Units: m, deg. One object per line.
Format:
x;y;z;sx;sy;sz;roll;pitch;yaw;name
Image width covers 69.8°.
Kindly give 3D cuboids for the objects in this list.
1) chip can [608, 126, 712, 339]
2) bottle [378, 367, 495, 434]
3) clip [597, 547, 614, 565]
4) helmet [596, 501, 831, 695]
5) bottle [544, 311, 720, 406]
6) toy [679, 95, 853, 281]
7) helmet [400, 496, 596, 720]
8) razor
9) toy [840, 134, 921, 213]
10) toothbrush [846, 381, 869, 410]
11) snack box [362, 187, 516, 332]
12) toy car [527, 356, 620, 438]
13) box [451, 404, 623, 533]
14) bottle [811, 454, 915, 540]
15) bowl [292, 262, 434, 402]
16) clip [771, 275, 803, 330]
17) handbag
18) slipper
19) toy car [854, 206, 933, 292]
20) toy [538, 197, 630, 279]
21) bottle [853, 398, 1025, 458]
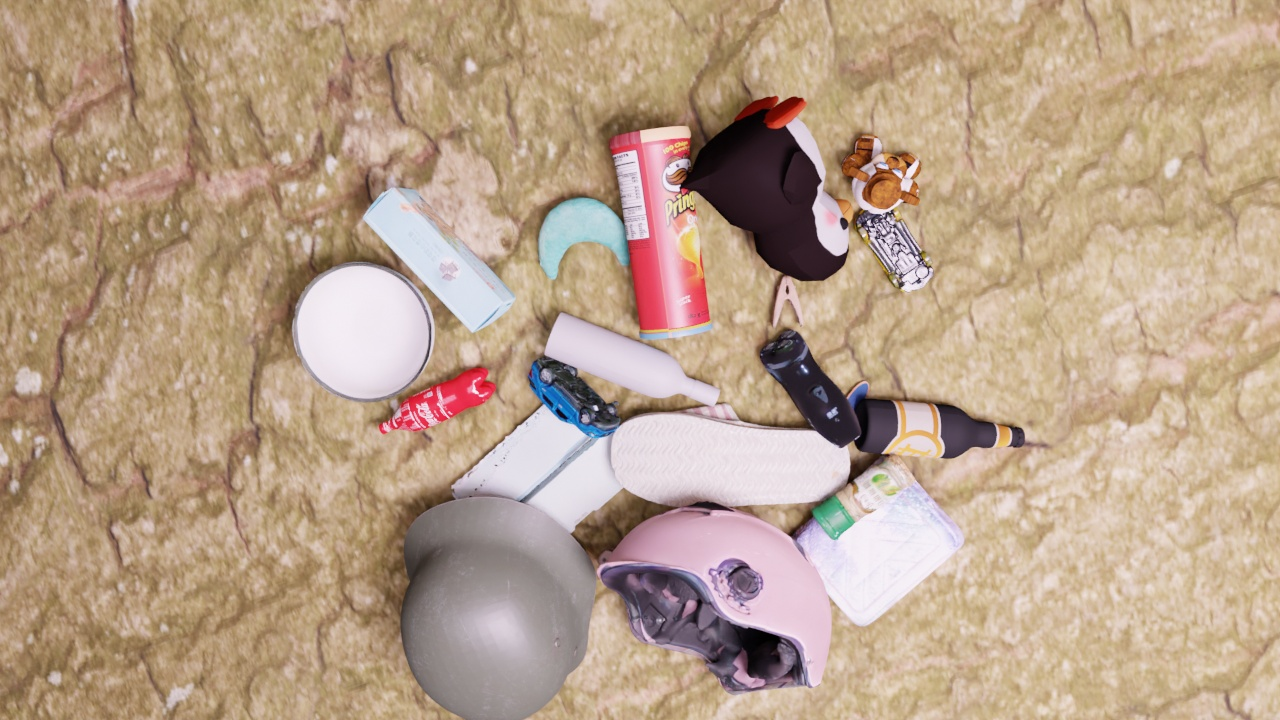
0.024;-0.135;0.978;0.087;0.087;0.213;-7;99;5;chip can
-0.234;0.051;1.046;0.142;0.042;0.042;-24;96;7;bottle
-0.022;0.245;1.074;0.026;0.049;0.061;-52;51;10;clip
0.088;0.240;0.976;0.255;0.231;0.152;29;63;0;helmet
-0.006;0.006;1.018;0.195;0.052;0.052;22;99;0;bottle
0.139;-0.155;0.944;0.140;0.159;0.184;-38;113;-2;toy
-0.166;0.303;1.010;0.227;0.153;0.268;-14;120;15;helmet
0.186;0.030;0.992;0.053;0.064;0.140;-36;72;2;razor
0.249;-0.186;0.944;0.087;0.112;0.067;25;111;-1;toy
0.217;0.081;1.032;0.021;0.017;0.135;31;100;-7;toothbrush
-0.216;-0.111;1.003;0.053;0.075;0.174;-44;93;9;snack box
-0.074;0.043;1.011;0.120;0.056;0.044;41;115;24;toy car
-0.106;0.136;1.052;0.197;0.044;0.136;-41;93;5;box
0.239;0.146;0.983;0.111;0.043;0.043;-37;95;7;bottle
-0.299;-0.034;1.022;0.153;0.072;0.153;1;98;4;bowl
0.166;-0.065;1.011;0.061;0.026;0.049;36;90;6;clip
0.261;0.199;1.026;0.159;0.069;0.126;-43;79;8;handbag
0.099;0.106;1.024;0.263;0.052;0.115;4;92;1;slipper
0.274;-0.122;0.990;0.049;0.030;0.107;-33;93;7;toy car
-0.066;-0.137;1.012;0.105;0.033;0.085;-10;112;8;toy
0.328;0.077;1.001;0.181;0.059;0.059;5;99;-5;bottle
